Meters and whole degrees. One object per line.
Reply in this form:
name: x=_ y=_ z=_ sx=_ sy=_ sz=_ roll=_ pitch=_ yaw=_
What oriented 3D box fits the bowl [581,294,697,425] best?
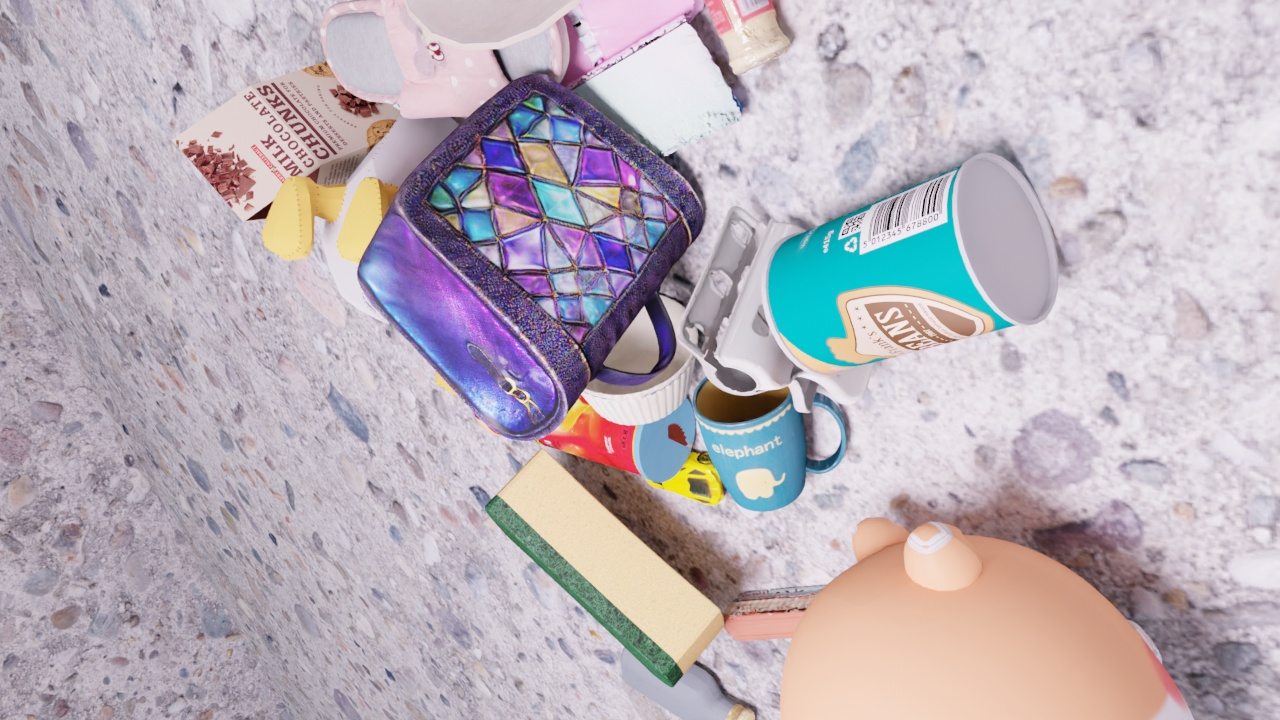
bowl: x=-0.005 y=0.005 z=0.770 sx=0.115 sy=0.115 sz=0.062 roll=24 pitch=148 yaw=31

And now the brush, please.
brush: x=-0.037 y=0.208 z=0.912 sx=0.250 sy=0.075 sz=0.195 roll=41 pitch=165 yaw=11

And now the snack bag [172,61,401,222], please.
snack bag: x=-0.291 y=-0.196 z=0.816 sx=0.094 sy=0.205 sz=0.070 roll=48 pitch=141 yaw=6

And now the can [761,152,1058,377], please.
can: x=0.161 y=-0.053 z=0.562 sx=0.144 sy=0.099 sz=0.099 roll=-19 pitch=104 yaw=50

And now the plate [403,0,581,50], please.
plate: x=-0.082 y=-0.292 z=0.612 sx=0.189 sy=0.027 sz=0.188 roll=-5 pitch=79 yaw=25

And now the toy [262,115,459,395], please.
toy: x=-0.193 y=-0.100 z=0.817 sx=0.141 sy=0.267 sz=0.246 roll=6 pitch=85 yaw=23

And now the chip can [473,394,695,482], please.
chip can: x=-0.058 y=0.051 z=0.871 sx=0.214 sy=0.086 sz=0.087 roll=12 pitch=127 yaw=38

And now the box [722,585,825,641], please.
box: x=0.146 y=0.237 z=0.844 sx=0.187 sy=0.053 sz=0.058 roll=-25 pitch=68 yaw=49

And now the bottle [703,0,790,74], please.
bottle: x=0.056 y=-0.236 z=0.573 sx=0.044 sy=0.044 sz=0.109 roll=-10 pitch=112 yaw=48

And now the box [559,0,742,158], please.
box: x=-0.035 y=-0.215 z=0.683 sx=0.231 sy=0.035 sz=0.159 roll=-12 pitch=109 yaw=48

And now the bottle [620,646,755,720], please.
bottle: x=0.053 y=0.374 z=1.037 sx=0.161 sy=0.046 sz=0.072 roll=20 pitch=132 yaw=34

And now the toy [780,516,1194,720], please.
toy: x=0.222 y=0.240 z=0.611 sx=0.263 sy=0.265 sz=0.280 roll=112 pitch=138 yaw=-81

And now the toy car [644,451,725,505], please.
toy car: x=0.035 y=0.106 z=0.865 sx=0.107 sy=0.030 sz=0.049 roll=11 pitch=127 yaw=41

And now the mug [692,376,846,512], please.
mug: x=0.107 y=0.063 z=0.730 sx=0.112 sy=0.084 sz=0.104 roll=-7 pitch=123 yaw=16

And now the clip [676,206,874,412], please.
clip: x=0.101 y=-0.025 z=0.638 sx=0.147 sy=0.124 sz=0.082 roll=37 pitch=152 yaw=-19

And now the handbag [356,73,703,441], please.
handbag: x=-0.066 y=-0.066 z=0.669 sx=0.222 sy=0.204 sz=0.126 roll=42 pitch=145 yaw=-10

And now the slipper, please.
slipper: x=-0.169 y=-0.244 z=0.721 sx=0.275 sy=0.054 sz=0.114 roll=10 pitch=125 yaw=37
